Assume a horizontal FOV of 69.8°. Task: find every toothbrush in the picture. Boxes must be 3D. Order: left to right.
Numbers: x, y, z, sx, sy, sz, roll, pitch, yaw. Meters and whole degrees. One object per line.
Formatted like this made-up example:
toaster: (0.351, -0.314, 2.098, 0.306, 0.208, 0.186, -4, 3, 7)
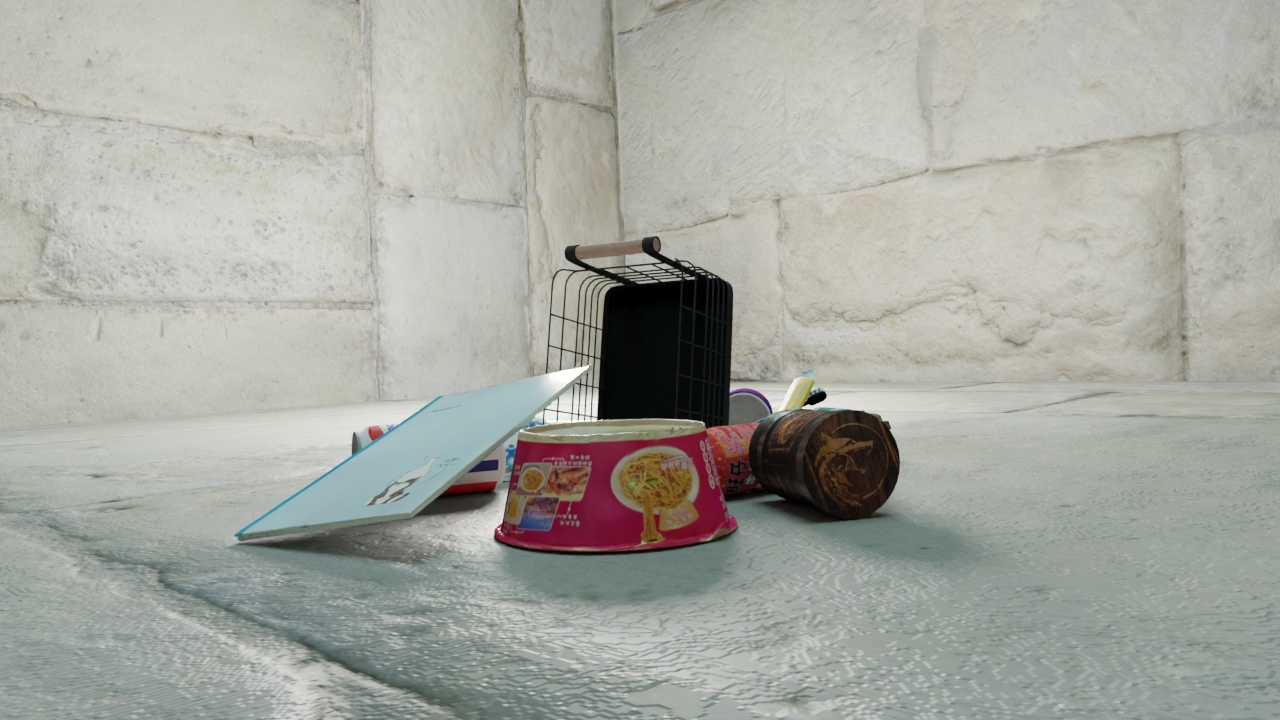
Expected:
toothbrush: (0.145, 0.074, 1.100, 0.168, 0.014, 0.014, -25, 36, 6)

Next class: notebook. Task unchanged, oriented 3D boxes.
notebook: (-0.169, 0.067, 0.728, 0.181, 0.009, 0.252, -12, 16, 30)

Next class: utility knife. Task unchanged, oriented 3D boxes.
utility knife: (0.173, 0.062, 1.065, 0.030, 0.017, 0.164, 6, 45, 29)

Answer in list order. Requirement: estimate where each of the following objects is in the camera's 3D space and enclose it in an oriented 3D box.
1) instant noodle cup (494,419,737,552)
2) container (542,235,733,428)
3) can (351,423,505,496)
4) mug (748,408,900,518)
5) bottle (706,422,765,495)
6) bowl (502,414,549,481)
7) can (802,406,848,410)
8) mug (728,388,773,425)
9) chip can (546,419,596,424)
instant noodle cup: (-0.019, 0.084, 0.673, 0.178, 0.077, 0.178, -2, 1, 0)
container: (-0.006, 0.006, 0.967, 0.163, 0.241, 0.130, -2, -9, 32)
can: (-0.198, 0.092, 0.859, 0.132, 0.070, 0.070, -2, 1, -24)
mug: (0.156, 0.070, 0.728, 0.115, 0.080, 0.107, -25, 6, -15)
bottle: (0.072, 0.088, 0.802, 0.137, 0.062, 0.062, -3, 1, -36)
bowl: (-0.149, 0.087, 1.014, 0.144, 0.074, 0.144, -2, 1, 0)
can: (0.219, 0.082, 1.084, 0.054, 0.055, 0.102, -2, 1, -21)
mug: (0.117, 0.067, 1.186, 0.112, 0.075, 0.076, 23, 4, 7)
chip can: (-0.140, 0.097, 1.114, 0.215, 0.052, 0.051, -2, 1, 23)
